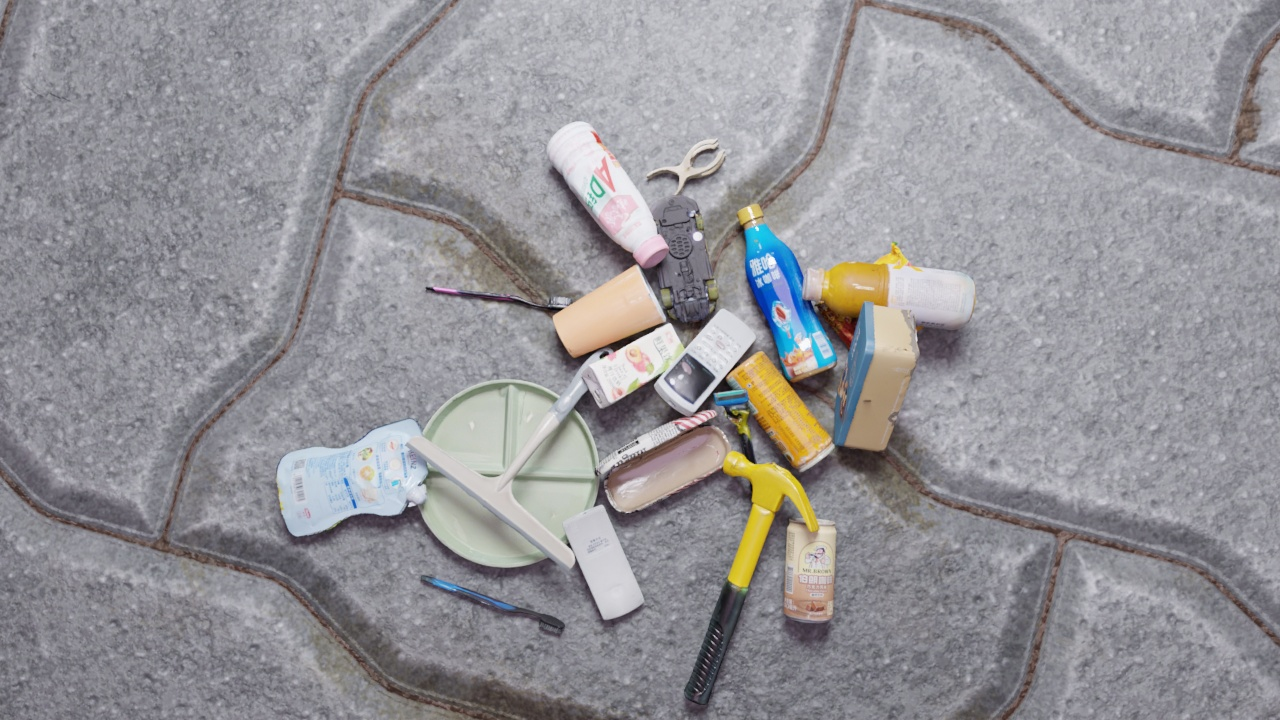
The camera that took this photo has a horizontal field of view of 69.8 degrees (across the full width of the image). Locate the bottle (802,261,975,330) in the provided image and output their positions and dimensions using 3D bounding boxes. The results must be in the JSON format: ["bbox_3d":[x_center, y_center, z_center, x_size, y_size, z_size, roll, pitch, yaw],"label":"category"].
[{"bbox_3d":[0.283,-0.078,1.057,0.189,0.068,0.068,7,87,4],"label":"bottle"}]

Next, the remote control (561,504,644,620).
[{"bbox_3d":[-0.044,0.245,1.106,0.056,0.019,0.135,-24,99,-6],"label":"remote control"}]

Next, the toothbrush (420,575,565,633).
[{"bbox_3d":[-0.183,0.299,1.128,0.189,0.014,0.016,18,111,4],"label":"toothbrush"}]

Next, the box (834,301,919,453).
[{"bbox_3d":[0.266,0.017,1.042,0.062,0.089,0.185,7,131,5],"label":"box"}]

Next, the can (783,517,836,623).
[{"bbox_3d":[0.201,0.248,1.090,0.058,0.058,0.116,3,86,3],"label":"can"}]

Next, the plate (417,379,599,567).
[{"bbox_3d":[-0.164,0.138,1.129,0.230,0.027,0.230,0,86,3],"label":"plate"}]

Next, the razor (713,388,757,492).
[{"bbox_3d":[0.127,0.099,1.106,0.043,0.022,0.143,-10,107,26],"label":"razor"}]

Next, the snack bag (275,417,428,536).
[{"bbox_3d":[-0.349,0.144,1.122,0.191,0.039,0.110,-15,72,8],"label":"snack bag"}]

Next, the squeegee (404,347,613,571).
[{"bbox_3d":[-0.108,0.077,1.092,0.246,0.039,0.246,37,77,6],"label":"squeegee"}]

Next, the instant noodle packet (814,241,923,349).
[{"bbox_3d":[0.295,-0.065,1.113,0.128,0.044,0.111,-38,90,-1],"label":"instant noodle packet"}]

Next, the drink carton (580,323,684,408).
[{"bbox_3d":[-0.007,0.006,1.100,0.122,0.046,0.053,-29,88,-26],"label":"drink carton"}]

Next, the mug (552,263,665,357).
[{"bbox_3d":[-0.040,-0.056,1.115,0.123,0.078,0.078,-26,86,6],"label":"mug"}]

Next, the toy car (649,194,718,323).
[{"bbox_3d":[0.052,-0.125,1.127,0.070,0.042,0.158,-9,88,2],"label":"toy car"}]

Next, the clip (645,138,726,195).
[{"bbox_3d":[0.059,-0.238,1.141,0.100,0.034,0.072,-35,86,9],"label":"clip"}]

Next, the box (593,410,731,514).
[{"bbox_3d":[0.026,0.116,1.092,0.162,0.086,0.075,-26,63,0],"label":"box"}]

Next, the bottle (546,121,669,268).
[{"bbox_3d":[-0.037,-0.197,1.108,0.068,0.068,0.197,-35,75,0],"label":"bottle"}]

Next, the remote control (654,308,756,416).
[{"bbox_3d":[0.079,0.001,1.095,0.058,0.021,0.149,40,59,3],"label":"remote control"}]

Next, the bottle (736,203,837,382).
[{"bbox_3d":[0.169,-0.083,1.108,0.065,0.065,0.218,-22,85,1],"label":"bottle"}]

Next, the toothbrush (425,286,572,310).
[{"bbox_3d":[-0.177,-0.082,1.151,0.189,0.014,0.017,8,77,4],"label":"toothbrush"}]

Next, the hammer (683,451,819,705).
[{"bbox_3d":[0.115,0.265,1.082,0.129,0.032,0.301,23,98,27],"label":"hammer"}]

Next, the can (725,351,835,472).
[{"bbox_3d":[0.167,0.061,1.103,0.058,0.058,0.146,-37,86,0],"label":"can"}]
